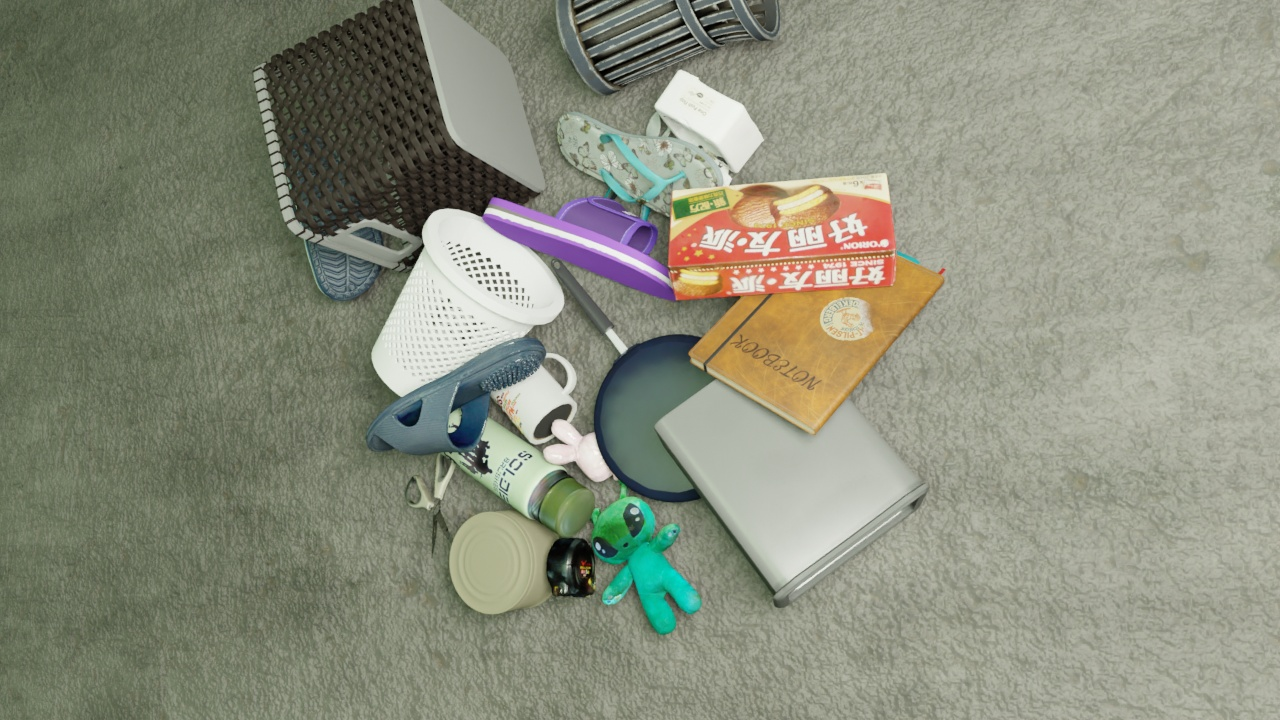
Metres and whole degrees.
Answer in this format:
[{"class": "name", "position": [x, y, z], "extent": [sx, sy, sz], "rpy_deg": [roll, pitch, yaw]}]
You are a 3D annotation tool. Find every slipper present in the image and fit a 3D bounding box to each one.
[{"class": "slipper", "position": [-0.449, -0.210, 1.341], "extent": [0.095, 0.105, 0.253], "rpy_deg": [-15, 91, 66]}, {"class": "slipper", "position": [-0.017, -0.227, 1.099], "extent": [0.269, 0.054, 0.098], "rpy_deg": [28, 138, 37]}, {"class": "slipper", "position": [-0.062, -0.164, 1.123], "extent": [0.267, 0.107, 0.084], "rpy_deg": [22, 82, 20]}, {"class": "slipper", "position": [-0.218, 0.065, 1.102], "extent": [0.264, 0.101, 0.082], "rpy_deg": [-31, 70, 17]}]

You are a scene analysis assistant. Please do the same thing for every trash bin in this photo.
[{"class": "trash bin", "position": [0.154, 0.112, 0.966], "extent": [0.191, 0.098, 0.220], "rpy_deg": [-35, 67, -4]}, {"class": "trash bin", "position": [-0.234, -0.052, 1.170], "extent": [0.200, 0.195, 0.195], "rpy_deg": [-49, 66, 24]}, {"class": "trash bin", "position": [0.028, -0.419, 1.087], "extent": [0.228, 0.164, 0.164], "rpy_deg": [-14, 78, 28]}]

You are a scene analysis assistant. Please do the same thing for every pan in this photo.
[{"class": "pan", "position": [-0.007, 0.007, 1.099], "extent": [0.199, 0.021, 0.356], "rpy_deg": [-39, 72, 4]}]

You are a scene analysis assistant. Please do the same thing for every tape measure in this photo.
[{"class": "tape measure", "position": [-0.084, 0.252, 1.114], "extent": [0.042, 0.071, 0.072], "rpy_deg": [-3, 77, 30]}]

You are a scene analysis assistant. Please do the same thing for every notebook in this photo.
[{"class": "notebook", "position": [0.184, -0.053, 0.973], "extent": [0.178, 0.014, 0.248], "rpy_deg": [32, 66, 30]}]

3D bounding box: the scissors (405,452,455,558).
[{"class": "scissors", "position": [-0.271, 0.181, 1.215], "extent": [0.158, 0.012, 0.162], "rpy_deg": [4, 67, 50]}]

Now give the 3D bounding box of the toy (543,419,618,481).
[{"class": "toy", "position": [-0.063, 0.112, 1.121], "extent": [0.110, 0.047, 0.063], "rpy_deg": [21, 60, -2]}]

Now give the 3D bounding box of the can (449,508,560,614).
[{"class": "can", "position": [-0.168, 0.251, 1.153], "extent": [0.128, 0.073, 0.127], "rpy_deg": [-3, 83, 26]}]

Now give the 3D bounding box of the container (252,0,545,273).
[{"class": "container", "position": [-0.302, -0.292, 1.190], "extent": [0.244, 0.247, 0.245], "rpy_deg": [-22, 75, 19]}]

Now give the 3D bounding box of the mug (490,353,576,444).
[{"class": "mug", "position": [-0.127, 0.038, 1.156], "extent": [0.089, 0.073, 0.105], "rpy_deg": [46, 104, 23]}]

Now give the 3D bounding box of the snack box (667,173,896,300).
[{"class": "snack box", "position": [0.149, -0.133, 0.990], "extent": [0.236, 0.060, 0.113], "rpy_deg": [-3, 55, 11]}]

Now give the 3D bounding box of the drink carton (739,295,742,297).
[{"class": "drink carton", "position": [0.128, -0.112, 1.063], "extent": [0.059, 0.043, 0.134], "rpy_deg": [-37, 70, 17]}]

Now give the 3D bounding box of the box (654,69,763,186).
[{"class": "box", "position": [0.061, -0.243, 1.089], "extent": [0.108, 0.128, 0.137], "rpy_deg": [40, 93, 26]}]

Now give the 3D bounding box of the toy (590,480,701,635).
[{"class": "toy", "position": [0.001, 0.228, 1.078], "extent": [0.131, 0.072, 0.193], "rpy_deg": [-45, 58, 14]}]

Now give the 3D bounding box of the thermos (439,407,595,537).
[{"class": "thermos", "position": [-0.159, 0.141, 1.152], "extent": [0.231, 0.082, 0.082], "rpy_deg": [29, 97, 30]}]

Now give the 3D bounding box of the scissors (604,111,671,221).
[{"class": "scissors", "position": [0.001, -0.232, 1.154], "extent": [0.157, 0.019, 0.124], "rpy_deg": [-32, 72, 21]}]
